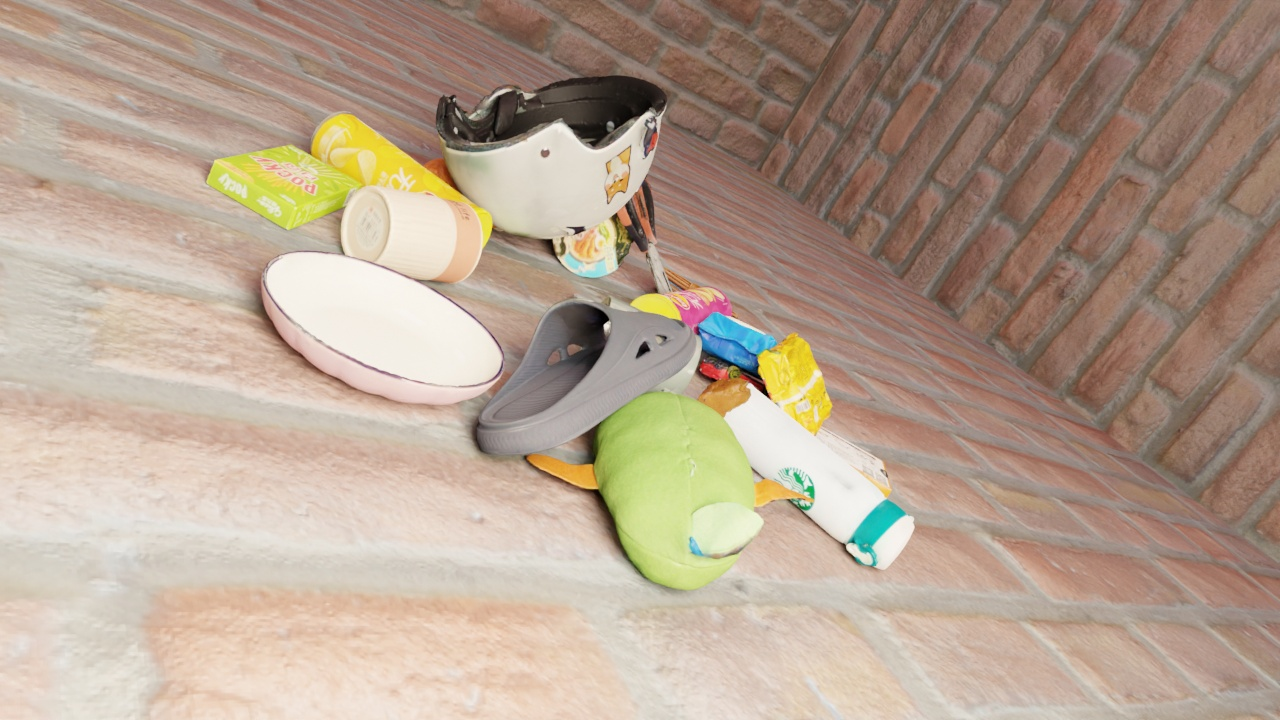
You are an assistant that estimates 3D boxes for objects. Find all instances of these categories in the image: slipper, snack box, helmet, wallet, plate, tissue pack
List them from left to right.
[{"bbox_3d":[-0.343,-0.173,0.899,0.086,0.026,0.156,30,19,-4],"label":"snack box"},{"bbox_3d":[-0.200,-0.020,0.710,0.192,0.039,0.192,26,19,-10],"label":"plate"},{"bbox_3d":[-0.094,-0.226,1.047,0.230,0.157,0.273,19,33,31],"label":"helmet"},{"bbox_3d":[-0.040,-0.007,0.750,0.111,0.083,0.267,-5,17,31],"label":"slipper"},{"bbox_3d":[0.078,-0.084,1.289,0.130,0.035,0.119,34,-3,6],"label":"wallet"},{"bbox_3d":[0.125,-0.017,1.122,0.095,0.052,0.157,26,0,18],"label":"tissue pack"},{"bbox_3d":[0.218,0.106,1.066,0.153,0.026,0.075,30,19,-4],"label":"snack box"}]

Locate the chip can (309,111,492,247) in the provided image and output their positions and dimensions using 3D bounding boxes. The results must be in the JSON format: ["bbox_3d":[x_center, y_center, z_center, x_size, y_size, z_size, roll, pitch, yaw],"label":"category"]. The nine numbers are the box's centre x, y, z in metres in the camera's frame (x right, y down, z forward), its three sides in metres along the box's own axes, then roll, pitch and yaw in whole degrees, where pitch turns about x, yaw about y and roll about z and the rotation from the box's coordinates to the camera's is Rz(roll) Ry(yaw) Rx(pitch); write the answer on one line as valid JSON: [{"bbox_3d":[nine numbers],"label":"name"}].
[{"bbox_3d":[-0.260,-0.187,0.993,0.213,0.072,0.072,37,20,16],"label":"chip can"}]

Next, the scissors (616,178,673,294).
[{"bbox_3d":[0.014,-0.156,1.199,0.201,0.015,0.205,33,53,-57],"label":"scissors"}]

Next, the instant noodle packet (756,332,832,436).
[{"bbox_3d":[0.174,0.029,1.036,0.111,0.044,0.128,66,24,-1],"label":"instant noodle packet"}]

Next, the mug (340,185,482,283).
[{"bbox_3d":[-0.229,-0.121,0.881,0.115,0.081,0.105,12,6,37],"label":"mug"}]

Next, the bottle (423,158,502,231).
[{"bbox_3d":[-0.204,-0.195,1.127,0.149,0.067,0.067,20,21,-50],"label":"bottle"}]

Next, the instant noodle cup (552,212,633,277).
[{"bbox_3d":[-0.076,-0.181,1.228,0.111,0.111,0.120,23,13,-24],"label":"instant noodle cup"}]

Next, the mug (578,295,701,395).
[{"bbox_3d":[-0.005,0.005,0.912,0.103,0.084,0.123,26,44,-14],"label":"mug"}]

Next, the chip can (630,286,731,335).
[{"bbox_3d":[0.051,-0.053,1.138,0.071,0.071,0.210,36,19,14],"label":"chip can"}]

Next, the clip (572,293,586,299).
[{"bbox_3d":[-0.065,-0.060,1.063,0.026,0.042,0.058,16,21,-35],"label":"clip"}]

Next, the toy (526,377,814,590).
[{"bbox_3d":[0.025,0.086,0.715,0.227,0.090,0.246,5,28,-5],"label":"toy"}]

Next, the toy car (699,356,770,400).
[{"bbox_3d":[0.118,0.027,1.095,0.106,0.031,0.049,23,2,-37],"label":"toy car"}]

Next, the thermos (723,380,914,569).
[{"bbox_3d":[0.166,0.114,0.907,0.224,0.073,0.073,41,21,24],"label":"thermos"}]
